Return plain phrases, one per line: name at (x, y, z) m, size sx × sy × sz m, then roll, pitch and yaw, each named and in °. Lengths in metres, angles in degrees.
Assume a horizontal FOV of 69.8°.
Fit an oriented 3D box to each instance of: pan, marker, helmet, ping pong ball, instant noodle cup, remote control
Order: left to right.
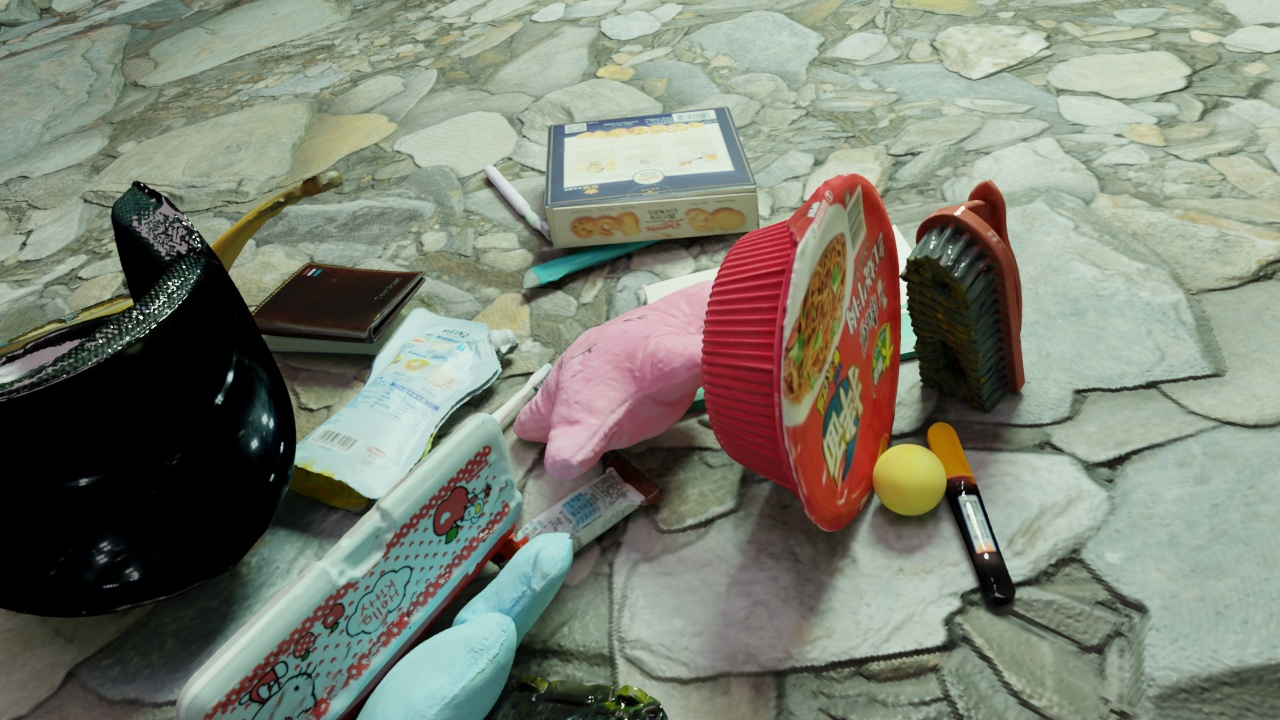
helmet at (-0.346, 0.038, 0.565) m, size 0.275 × 0.230 × 0.232 m, roll -9°, pitch 24°, yaw 48°
pan at (-0.379, -0.064, 0.743) m, size 0.358 × 0.078 × 0.197 m, roll -15°, pitch 18°, yaw 16°
remote control at (-0.263, -0.028, 0.780) m, size 0.125 × 0.024 × 0.048 m, roll 1°, pitch 40°, yaw 19°
instant noodle cup at (0.090, -0.006, 0.510) m, size 0.066 × 0.194 × 0.193 m, roll 5°, pitch 42°, yaw 31°
ping pong ball at (0.152, 0.067, 0.519) m, size 0.040 × 0.040 × 0.040 m, roll -9°, pitch 39°, yaw 7°
marker at (0.183, 0.083, 0.513) m, size 0.018 × 0.015 × 0.123 m, roll -6°, pitch 41°, yaw 3°

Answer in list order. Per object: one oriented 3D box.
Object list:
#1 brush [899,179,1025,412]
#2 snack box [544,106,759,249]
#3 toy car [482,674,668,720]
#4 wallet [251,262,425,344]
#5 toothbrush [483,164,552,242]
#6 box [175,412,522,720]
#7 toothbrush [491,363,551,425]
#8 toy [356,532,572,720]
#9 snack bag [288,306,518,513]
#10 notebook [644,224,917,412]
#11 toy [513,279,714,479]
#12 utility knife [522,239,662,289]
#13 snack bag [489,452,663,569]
brush at (0.199, -0.039, 0.551) m, size 0.063 × 0.146 × 0.069 m, roll 29°, pitch 69°, yaw 40°
snack box at (0.005, -0.171, 0.839) m, size 0.178 × 0.046 × 0.182 m, roll -5°, pitch 38°, yaw 0°
toy car at (-0.033, 0.183, 0.444) m, size 0.105 × 0.032 × 0.048 m, roll -5°, pitch 36°, yaw 30°
wallet at (-0.253, -0.049, 0.768) m, size 0.122 × 0.020 × 0.096 m, roll 6°, pitch 42°, yaw 19°
toothbrush at (-0.119, -0.158, 0.899) m, size 0.021 × 0.029 × 0.189 m, roll -55°, pitch 40°, yaw 9°
box at (-0.140, 0.129, 0.476) m, size 0.073 × 0.155 × 0.200 m, roll 39°, pitch 54°, yaw 5°
toothbrush at (-0.129, 0.072, 0.614) m, size 0.027 × 0.027 × 0.223 m, roll -15°, pitch 27°, yaw 50°
toy at (-0.091, 0.154, 0.451) m, size 0.162 × 0.050 × 0.156 m, roll -49°, pitch -3°, yaw 17°
snack bag at (-0.174, 0.027, 0.674) m, size 0.110 × 0.039 × 0.190 m, roll 4°, pitch 40°, yaw 30°
notebook at (0.114, -0.035, 0.681) m, size 0.209 × 0.012 × 0.150 m, roll -14°, pitch 39°, yaw 0°
toy at (-0.004, 0.003, 0.597) m, size 0.178 × 0.074 × 0.195 m, roll -37°, pitch 13°, yaw -7°
utility knife at (-0.021, -0.097, 0.798) m, size 0.179 × 0.013 × 0.029 m, roll -22°, pitch 41°, yaw -15°
snack bag at (-0.039, 0.097, 0.553) m, size 0.104 × 0.026 × 0.048 m, roll -34°, pitch 49°, yaw -25°
